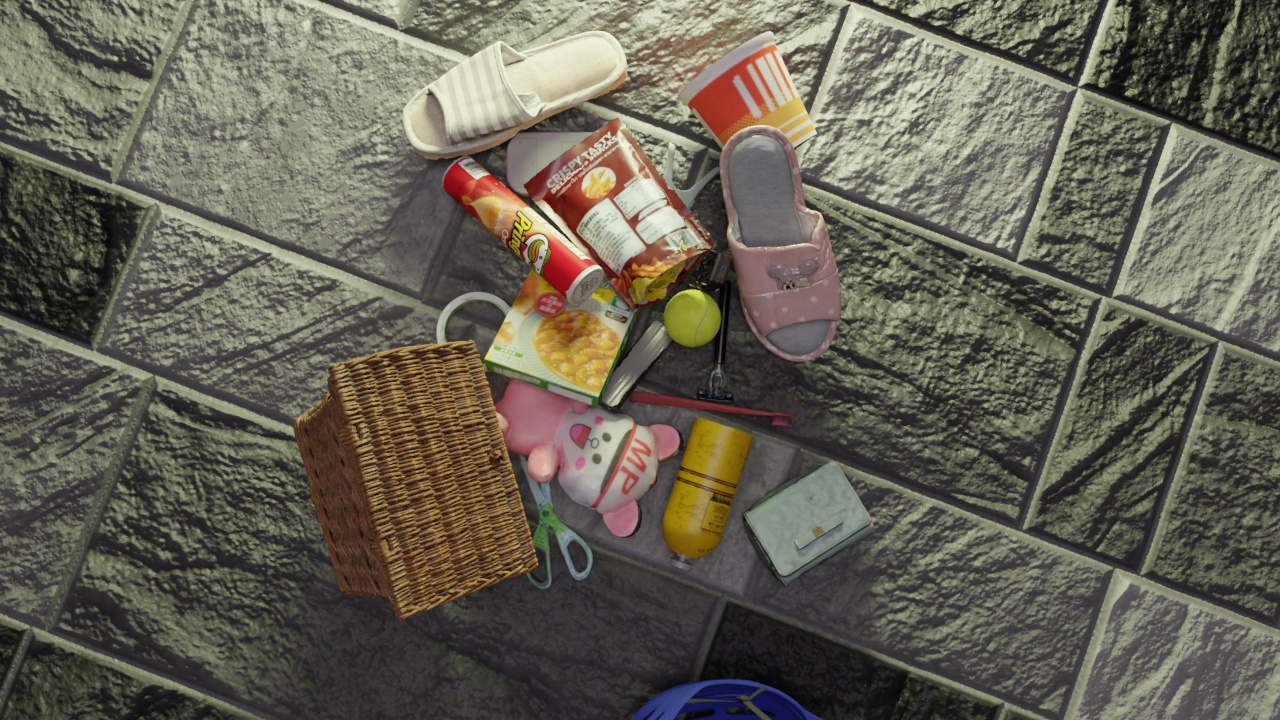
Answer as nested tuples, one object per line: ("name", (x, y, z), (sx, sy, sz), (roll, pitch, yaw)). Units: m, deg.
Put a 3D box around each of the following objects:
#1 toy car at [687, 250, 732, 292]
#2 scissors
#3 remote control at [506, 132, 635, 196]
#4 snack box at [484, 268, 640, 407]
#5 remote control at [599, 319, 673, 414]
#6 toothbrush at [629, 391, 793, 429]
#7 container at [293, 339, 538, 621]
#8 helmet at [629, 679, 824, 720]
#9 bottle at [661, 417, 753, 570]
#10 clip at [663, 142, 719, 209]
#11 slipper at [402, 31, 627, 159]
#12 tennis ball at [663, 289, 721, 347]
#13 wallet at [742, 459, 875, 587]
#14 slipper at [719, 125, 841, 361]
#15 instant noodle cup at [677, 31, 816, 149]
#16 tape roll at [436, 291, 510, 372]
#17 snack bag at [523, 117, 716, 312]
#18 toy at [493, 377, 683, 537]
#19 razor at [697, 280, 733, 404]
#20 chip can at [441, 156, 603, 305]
("toy car", (0.082, -0.098, 1.036), (0.037, 0.092, 0.040), (20, 86, -10))
("scissors", (-0.117, 0.176, 1.053), (0.093, 0.032, 0.175), (-22, 82, 0))
("remote control", (-0.081, -0.230, 1.079), (0.151, 0.019, 0.074), (0, 86, -1))
("snack box", (-0.079, -0.042, 1.022), (0.132, 0.027, 0.167), (18, 60, 7))
("remote control", (-0.006, 0.006, 1.035), (0.033, 0.013, 0.136), (35, 55, 5))
("toothbrush", (0.082, 0.057, 1.056), (0.190, 0.016, 0.016), (9, 70, -1))
("container", (-0.249, 0.126, 0.959), (0.161, 0.184, 0.250), (-13, 85, -40))
("helmet", (0.085, 0.406, 0.933), (0.241, 0.228, 0.147), (-5, 76, -2))
("bottle", (0.070, 0.152, 1.027), (0.071, 0.071, 0.163), (18, 86, 1))
("clip", (0.013, -0.177, 1.072), (0.115, 0.028, 0.163), (28, 86, 0))
("slipper", (-0.145, -0.315, 1.060), (0.272, 0.054, 0.114), (-24, 69, -6))
("tennis ball", (0.059, -0.048, 1.044), (0.065, 0.065, 0.065), (0, 86, -1))
("wallet", (0.190, 0.184, 1.039), (0.131, 0.054, 0.100), (-32, 88, -8))
("slipper", (0.152, -0.121, 1.012), (0.114, 0.054, 0.274), (-14, 108, 13))
("instant noodle cup", (0.128, -0.282, 1.040), (0.123, 0.123, 0.121), (-33, 94, -3))
("tape roll", (-0.189, -0.032, 1.065), (0.094, 0.018, 0.093), (0, 86, -1))
("snack bag", (-0.023, -0.167, 1.027), (0.139, 0.066, 0.208), (-39, 75, 2))
("toy", (-0.070, 0.090, 1.020), (0.213, 0.084, 0.141), (28, 60, 4))
("razor", (0.093, -0.022, 1.064), (0.043, 0.022, 0.144), (5, 86, -1))
("chip can", (-0.135, -0.148, 1.030), (0.215, 0.052, 0.052), (42, 86, 17))
